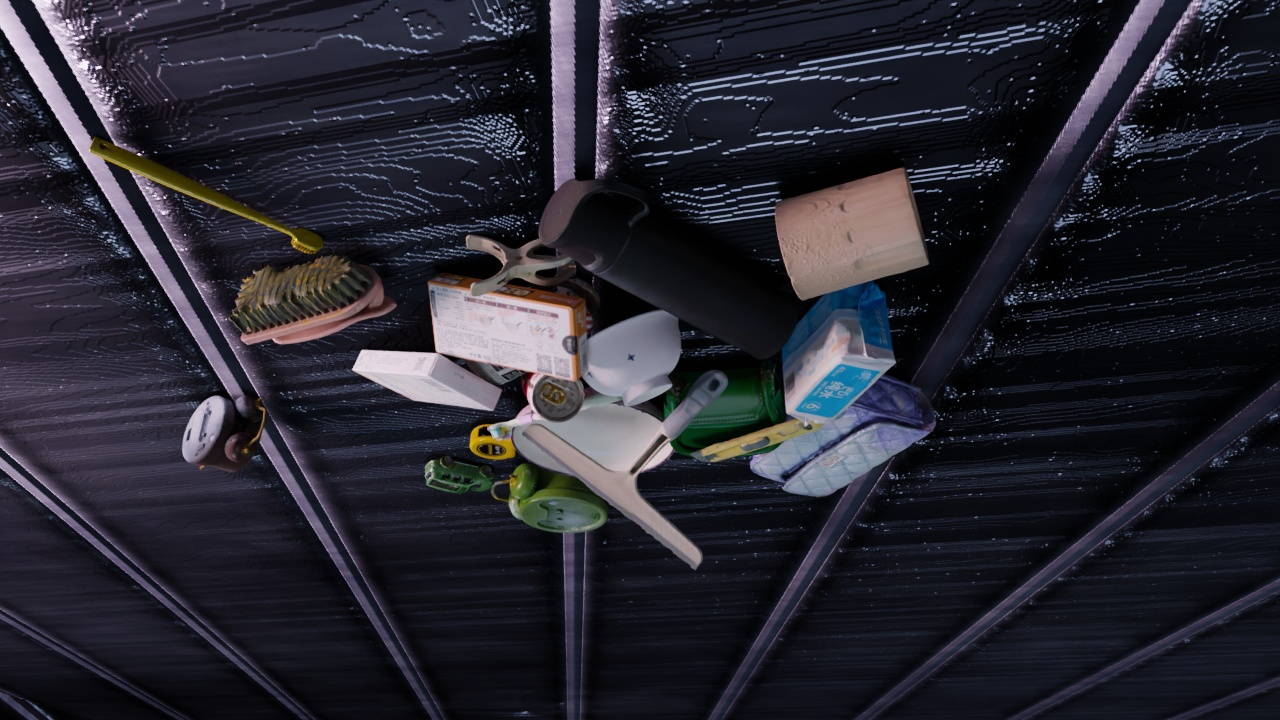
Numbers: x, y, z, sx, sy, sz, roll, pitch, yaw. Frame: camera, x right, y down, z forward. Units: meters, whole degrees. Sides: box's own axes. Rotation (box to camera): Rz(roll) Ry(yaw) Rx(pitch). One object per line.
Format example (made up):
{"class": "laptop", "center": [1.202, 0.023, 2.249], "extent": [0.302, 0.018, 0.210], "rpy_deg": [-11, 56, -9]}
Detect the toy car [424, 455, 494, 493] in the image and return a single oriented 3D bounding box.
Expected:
{"class": "toy car", "center": [-0.236, 0.152, 1.197], "extent": [0.091, 0.036, 0.043], "rpy_deg": [12, 145, -22]}

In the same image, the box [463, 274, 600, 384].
{"class": "box", "center": [-0.113, -0.024, 0.876], "extent": [0.164, 0.077, 0.075], "rpy_deg": [-23, 131, 36]}

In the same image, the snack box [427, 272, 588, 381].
{"class": "snack box", "center": [-0.122, -0.031, 0.839], "extent": [0.154, 0.026, 0.075], "rpy_deg": [11, 120, 21]}

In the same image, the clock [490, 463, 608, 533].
{"class": "clock", "center": [-0.117, 0.180, 1.213], "extent": [0.161, 0.056, 0.116], "rpy_deg": [6, 147, -6]}

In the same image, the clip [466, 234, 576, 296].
{"class": "clip", "center": [-0.104, -0.088, 0.814], "extent": [0.097, 0.060, 0.034], "rpy_deg": [-5, 150, -10]}

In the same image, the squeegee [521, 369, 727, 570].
{"class": "squeegee", "center": [0.026, 0.077, 0.952], "extent": [0.246, 0.039, 0.247], "rpy_deg": [38, 132, 0]}

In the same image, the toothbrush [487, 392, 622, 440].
{"class": "toothbrush", "center": [-0.088, 0.056, 0.972], "extent": [0.190, 0.020, 0.029], "rpy_deg": [-18, 143, 34]}

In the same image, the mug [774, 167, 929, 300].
{"class": "mug", "center": [0.177, -0.099, 0.752], "extent": [0.104, 0.084, 0.124], "rpy_deg": [-14, 169, 20]}

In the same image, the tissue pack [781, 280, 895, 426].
{"class": "tissue pack", "center": [0.186, -0.006, 0.876], "extent": [0.063, 0.089, 0.140], "rpy_deg": [12, 145, -15]}

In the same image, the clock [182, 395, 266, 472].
{"class": "clock", "center": [-0.474, 0.084, 1.059], "extent": [0.122, 0.082, 0.055], "rpy_deg": [-19, 147, 30]}

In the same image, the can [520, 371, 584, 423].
{"class": "can", "center": [-0.089, 0.027, 0.911], "extent": [0.053, 0.053, 0.133], "rpy_deg": [9, -176, -12]}

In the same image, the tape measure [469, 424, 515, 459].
{"class": "tape measure", "center": [-0.177, 0.096, 1.109], "extent": [0.057, 0.028, 0.060], "rpy_deg": [4, 147, -4]}

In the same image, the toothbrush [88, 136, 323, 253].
{"class": "toothbrush", "center": [-0.360, -0.135, 0.771], "extent": [0.190, 0.015, 0.017], "rpy_deg": [25, 147, -31]}

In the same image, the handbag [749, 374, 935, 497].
{"class": "handbag", "center": [0.217, 0.086, 1.032], "extent": [0.134, 0.075, 0.194], "rpy_deg": [15, 146, -20]}

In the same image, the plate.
{"class": "plate", "center": [-0.053, 0.080, 1.069], "extent": [0.192, 0.039, 0.193], "rpy_deg": [1, 147, 1]}

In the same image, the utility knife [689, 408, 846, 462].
{"class": "utility knife", "center": [0.135, 0.078, 0.966], "extent": [0.178, 0.019, 0.031], "rpy_deg": [-25, 138, 22]}

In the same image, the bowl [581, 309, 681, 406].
{"class": "bowl", "center": [-0.005, 0.005, 0.879], "extent": [0.118, 0.064, 0.118], "rpy_deg": [-22, 169, -5]}

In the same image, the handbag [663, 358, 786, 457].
{"class": "handbag", "center": [0.090, 0.050, 0.987], "extent": [0.131, 0.067, 0.120], "rpy_deg": [-6, 146, 11]}

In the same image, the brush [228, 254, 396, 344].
{"class": "brush", "center": [-0.302, -0.054, 0.852], "extent": [0.146, 0.063, 0.073], "rpy_deg": [-12, 141, 17]}

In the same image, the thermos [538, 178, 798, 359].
{"class": "thermos", "center": [0.036, -0.079, 0.787], "extent": [0.242, 0.068, 0.090], "rpy_deg": [25, 146, -32]}

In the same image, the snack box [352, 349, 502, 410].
{"class": "snack box", "center": [-0.221, 0.019, 0.941], "extent": [0.157, 0.026, 0.084], "rpy_deg": [4, 157, 47]}
